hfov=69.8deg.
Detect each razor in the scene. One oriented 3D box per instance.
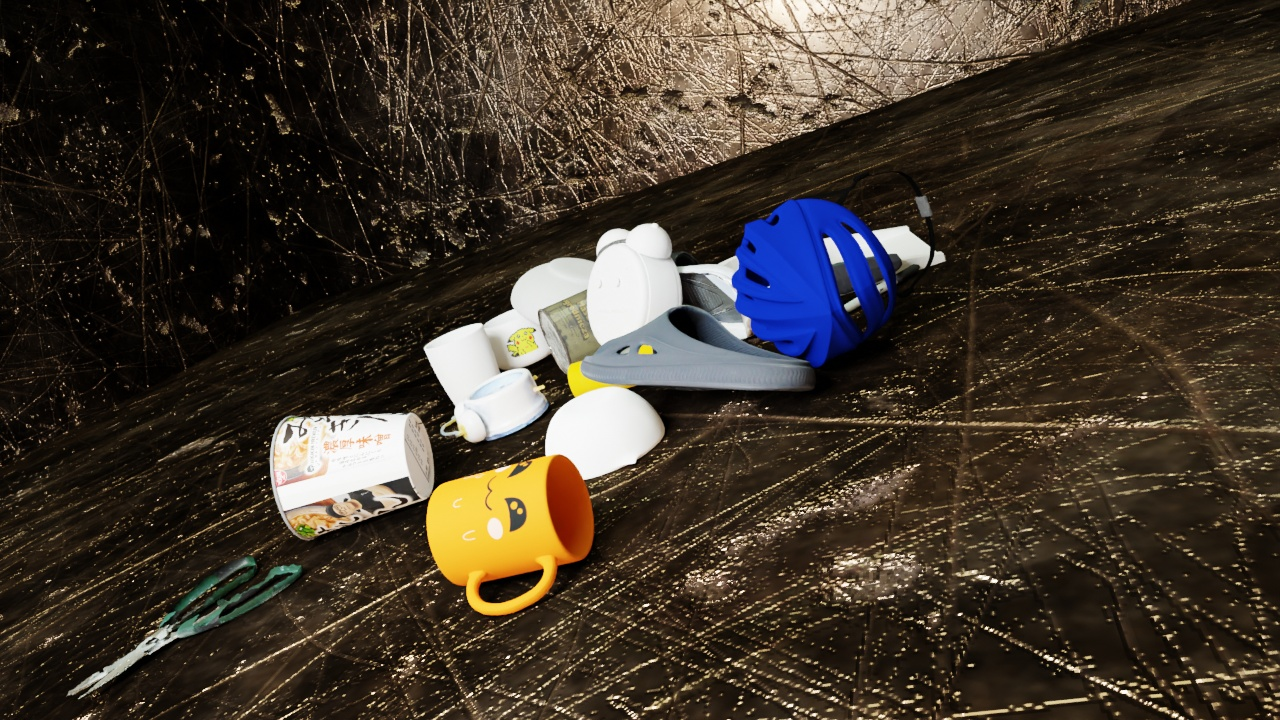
[{"bbox_3d":[0.216,-0.085,1.004,0.143,0.052,0.047,-17,6,2],"label":"razor"}]

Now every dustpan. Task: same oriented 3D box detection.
[{"bbox_3d":[0.216,-0.123,1.126,0.258,0.053,0.191,-19,15,9],"label":"dustpan"}]

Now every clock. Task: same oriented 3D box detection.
[{"bbox_3d":[-0.166,0.056,1.031,0.125,0.052,0.089,-27,17,-10],"label":"clock"},{"bbox_3d":[-0.015,-0.073,1.052,0.072,0.161,0.125,-1,2,-33],"label":"clock"}]

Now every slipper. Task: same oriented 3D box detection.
[{"bbox_3d":[0.044,-0.012,0.857,0.110,0.083,0.269,3,-1,-43],"label":"slipper"},{"bbox_3d":[0.063,-0.083,1.093,0.063,0.111,0.264,-37,22,-20],"label":"slipper"}]

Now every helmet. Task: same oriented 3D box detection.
[{"bbox_3d":[0.197,-0.095,0.865,0.227,0.148,0.241,-27,15,-3],"label":"helmet"}]

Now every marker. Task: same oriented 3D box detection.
[{"bbox_3d":[0.249,-0.072,0.988,0.151,0.011,0.011,-29,17,-25],"label":"marker"}]

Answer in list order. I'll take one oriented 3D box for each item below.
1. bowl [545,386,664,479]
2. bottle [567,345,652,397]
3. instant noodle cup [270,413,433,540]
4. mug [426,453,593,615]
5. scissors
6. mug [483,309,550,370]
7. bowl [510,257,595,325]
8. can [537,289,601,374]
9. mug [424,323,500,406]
[{"bbox_3d":[-0.039,0.060,0.842,0.115,0.050,0.114,-20,15,5],"label":"bowl"},{"bbox_3d":[-0.006,0.006,0.998,0.144,0.043,0.043,-16,16,18],"label":"bottle"},{"bbox_3d":[-0.276,0.105,0.902,0.122,0.124,0.123,-11,16,3],"label":"instant noodle cup"},{"bbox_3d":[-0.093,0.130,0.657,0.096,0.078,0.112,-16,47,18],"label":"mug"},{"bbox_3d":[-0.414,0.231,0.821,0.209,0.015,0.137,-29,20,-32],"label":"scissors"},{"bbox_3d":[-0.161,-0.037,1.302,0.115,0.068,0.094,-23,15,-7],"label":"mug"},{"bbox_3d":[-0.088,-0.098,1.271,0.176,0.066,0.176,10,24,-4],"label":"bowl"},{"bbox_3d":[-0.076,-0.037,1.150,0.074,0.090,0.090,-25,16,-15],"label":"can"},{"bbox_3d":[-0.230,0.004,1.216,0.081,0.088,0.114,-22,15,-3],"label":"mug"}]
